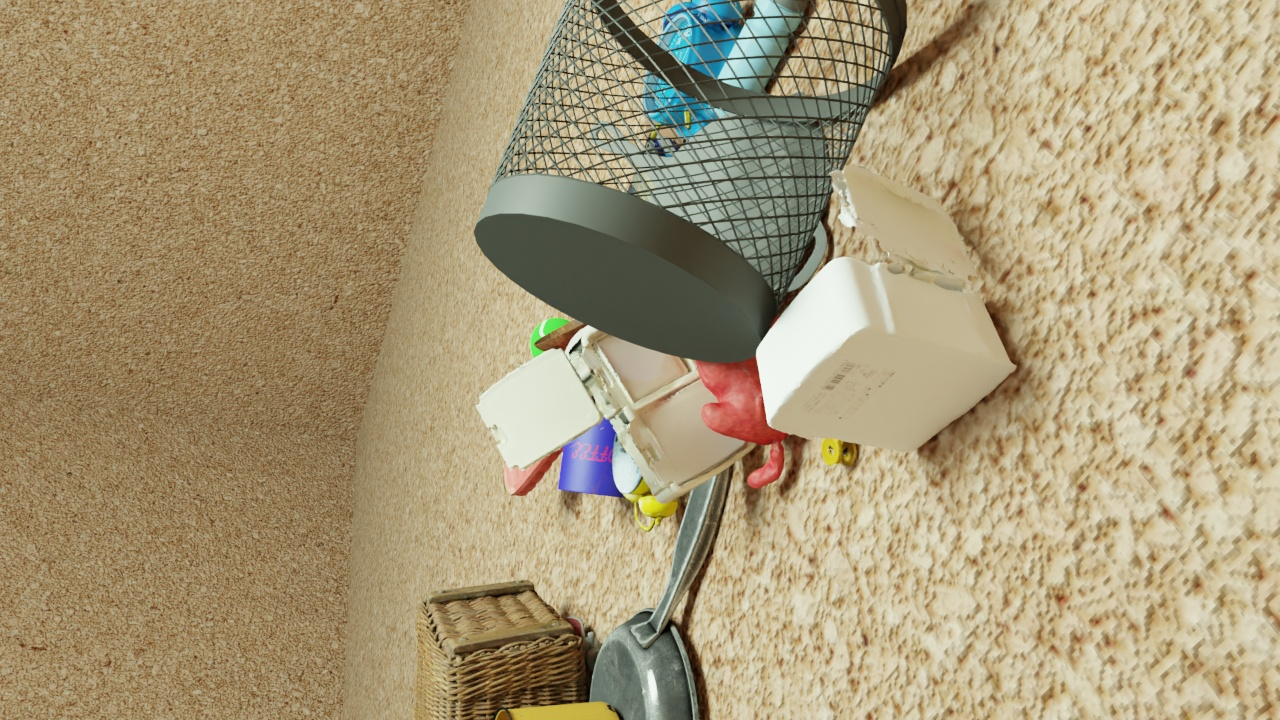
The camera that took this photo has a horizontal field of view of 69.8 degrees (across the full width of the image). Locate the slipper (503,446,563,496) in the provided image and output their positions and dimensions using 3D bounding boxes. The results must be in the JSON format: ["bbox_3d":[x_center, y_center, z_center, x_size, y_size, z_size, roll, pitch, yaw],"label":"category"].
[{"bbox_3d":[-0.070,0.064,1.026,0.249,0.059,0.103,-49,32,28],"label":"slipper"}]

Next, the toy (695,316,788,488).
[{"bbox_3d":[0.089,0.024,0.673,0.094,0.088,0.133,12,-115,-79],"label":"toy"}]

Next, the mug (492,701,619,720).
[{"bbox_3d":[-0.071,0.337,0.760,0.124,0.094,0.100,136,133,-59],"label":"mug"}]

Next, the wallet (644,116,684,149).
[{"bbox_3d":[0.031,-0.261,0.978,0.087,0.013,0.121,6,86,64],"label":"wallet"}]

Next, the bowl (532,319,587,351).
[{"bbox_3d":[-0.072,-0.030,1.056,0.026,0.102,0.114,63,166,-8],"label":"bowl"}]

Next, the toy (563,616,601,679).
[{"bbox_3d":[-0.053,0.293,0.923,0.112,0.030,0.049,-177,82,-68],"label":"toy"}]

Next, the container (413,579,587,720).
[{"bbox_3d":[-0.147,0.338,0.923,0.250,0.162,0.183,-178,86,-68],"label":"container"}]

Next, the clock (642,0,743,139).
[{"bbox_3d":[0.053,-0.289,0.873,0.117,0.060,0.161,-168,89,-68],"label":"clock"}]

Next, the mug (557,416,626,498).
[{"bbox_3d":[-0.035,0.092,0.920,0.111,0.079,0.083,58,-141,-81],"label":"mug"}]

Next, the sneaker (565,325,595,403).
[{"bbox_3d":[-0.005,0.005,0.838,0.236,0.084,0.079,-36,44,48],"label":"sneaker"}]

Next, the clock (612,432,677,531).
[{"bbox_3d":[0.009,0.093,0.820,0.083,0.057,0.119,-153,74,-67],"label":"clock"}]

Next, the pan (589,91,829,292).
[{"bbox_3d":[0.033,-0.152,0.780,0.217,0.024,0.354,-58,41,11],"label":"pan"}]

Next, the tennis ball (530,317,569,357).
[{"bbox_3d":[-0.104,-0.020,1.136,0.065,0.065,0.065,-171,91,-68],"label":"tennis ball"}]

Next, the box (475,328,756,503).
[{"bbox_3d":[-0.006,0.037,0.665,0.143,0.186,0.070,56,146,7],"label":"box"}]

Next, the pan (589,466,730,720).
[{"bbox_3d":[0.019,0.226,0.768,0.187,0.055,0.357,-148,65,-66],"label":"pan"}]

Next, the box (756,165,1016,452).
[{"bbox_3d":[0.129,-0.039,0.516,0.121,0.109,0.136,124,147,-44],"label":"box"}]

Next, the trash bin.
[{"bbox_3d":[0.027,-0.141,0.585,0.218,0.217,0.227,-12,53,67],"label":"trash bin"}]

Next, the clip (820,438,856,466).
[{"bbox_3d":[0.132,0.042,0.597,0.049,0.044,0.054,59,159,-11],"label":"clip"}]

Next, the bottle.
[{"bbox_3d":[0.100,-0.263,0.772,0.040,0.040,0.130,-101,30,-41],"label":"bottle"}]

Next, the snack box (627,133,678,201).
[{"bbox_3d":[0.028,-0.155,0.909,0.082,0.027,0.150,-63,33,34],"label":"snack box"}]
